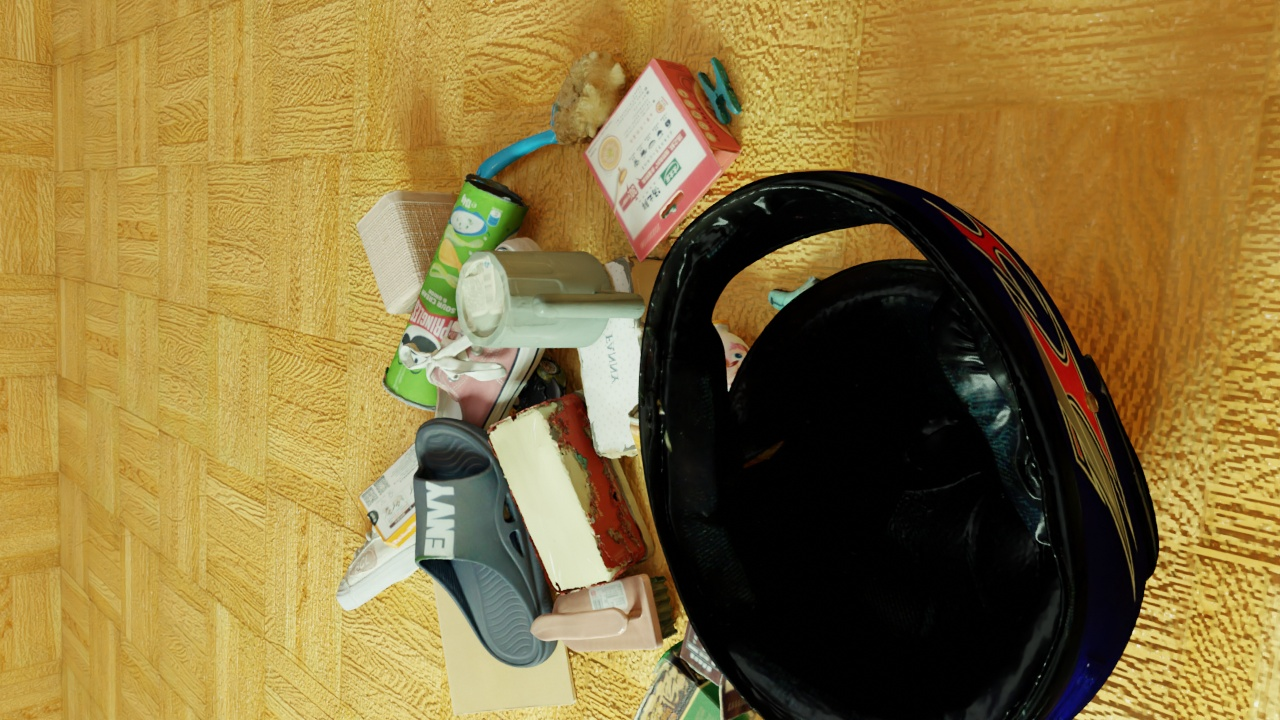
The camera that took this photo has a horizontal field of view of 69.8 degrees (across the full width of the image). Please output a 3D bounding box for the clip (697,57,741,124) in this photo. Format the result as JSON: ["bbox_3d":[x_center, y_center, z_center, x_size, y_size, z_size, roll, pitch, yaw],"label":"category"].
[{"bbox_3d":[0.064,-0.218,0.741,0.043,0.014,0.056,-39,66,40],"label":"clip"}]

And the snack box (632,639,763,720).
[{"bbox_3d":[0.068,0.277,0.699,0.105,0.117,0.118,38,121,32],"label":"snack box"}]

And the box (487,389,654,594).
[{"bbox_3d":[-0.067,0.120,0.822,0.092,0.080,0.168,-25,88,40],"label":"box"}]

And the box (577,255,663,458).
[{"bbox_3d":[-0.005,0.005,0.795,0.090,0.059,0.184,-12,86,46],"label":"box"}]

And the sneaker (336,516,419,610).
[{"bbox_3d":[-0.299,0.218,1.076,0.243,0.089,0.090,-36,83,36],"label":"sneaker"}]

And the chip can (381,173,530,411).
[{"bbox_3d":[-0.189,-0.067,0.932,0.072,0.072,0.236,37,108,38],"label":"chip can"}]

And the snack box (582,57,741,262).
[{"bbox_3d":[0.020,-0.164,0.767,0.113,0.044,0.127,-46,60,36],"label":"snack box"}]

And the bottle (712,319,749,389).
[{"bbox_3d":[0.076,0.021,0.708,0.063,0.063,0.108,-44,63,37],"label":"bottle"}]

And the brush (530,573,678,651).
[{"bbox_3d":[-0.038,0.232,0.830,0.146,0.072,0.063,-22,78,45],"label":"brush"}]

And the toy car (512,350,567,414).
[{"bbox_3d":[-0.118,0.008,0.918,0.158,0.042,0.070,51,125,33],"label":"toy car"}]

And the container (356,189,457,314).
[{"bbox_3d":[-0.242,-0.115,1.005,0.090,0.089,0.111,-29,74,42],"label":"container"}]

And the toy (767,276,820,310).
[{"bbox_3d":[0.127,-0.021,0.681,0.096,0.030,0.092,21,103,50],"label":"toy"}]

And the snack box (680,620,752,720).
[{"bbox_3d":[0.090,0.180,0.668,0.053,0.113,0.126,26,110,42],"label":"snack box"}]

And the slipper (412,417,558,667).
[{"bbox_3d":[-0.154,0.184,0.868,0.111,0.083,0.268,-10,103,27],"label":"slipper"}]

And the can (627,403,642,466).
[{"bbox_3d":[0.037,0.100,0.725,0.058,0.058,0.146,-2,112,45],"label":"can"}]

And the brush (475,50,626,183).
[{"bbox_3d":[-0.099,-0.216,0.884,0.255,0.045,0.083,-17,65,49],"label":"brush"}]

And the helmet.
[{"bbox_3d":[0.139,0.054,0.516,0.248,0.239,0.315,-15,91,27],"label":"helmet"}]

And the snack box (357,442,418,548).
[{"bbox_3d":[-0.231,0.124,0.992,0.153,0.026,0.075,-44,55,-3],"label":"snack box"}]

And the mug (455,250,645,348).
[{"bbox_3d":[-0.075,-0.049,0.748,0.124,0.103,0.084,9,99,47],"label":"mug"}]

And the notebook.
[{"bbox_3d":[-0.149,0.256,0.950,0.148,0.008,0.207,-14,82,22],"label":"notebook"}]

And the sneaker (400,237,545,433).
[{"bbox_3d":[-0.158,-0.006,0.866,0.118,0.087,0.242,45,123,33],"label":"sneaker"}]
